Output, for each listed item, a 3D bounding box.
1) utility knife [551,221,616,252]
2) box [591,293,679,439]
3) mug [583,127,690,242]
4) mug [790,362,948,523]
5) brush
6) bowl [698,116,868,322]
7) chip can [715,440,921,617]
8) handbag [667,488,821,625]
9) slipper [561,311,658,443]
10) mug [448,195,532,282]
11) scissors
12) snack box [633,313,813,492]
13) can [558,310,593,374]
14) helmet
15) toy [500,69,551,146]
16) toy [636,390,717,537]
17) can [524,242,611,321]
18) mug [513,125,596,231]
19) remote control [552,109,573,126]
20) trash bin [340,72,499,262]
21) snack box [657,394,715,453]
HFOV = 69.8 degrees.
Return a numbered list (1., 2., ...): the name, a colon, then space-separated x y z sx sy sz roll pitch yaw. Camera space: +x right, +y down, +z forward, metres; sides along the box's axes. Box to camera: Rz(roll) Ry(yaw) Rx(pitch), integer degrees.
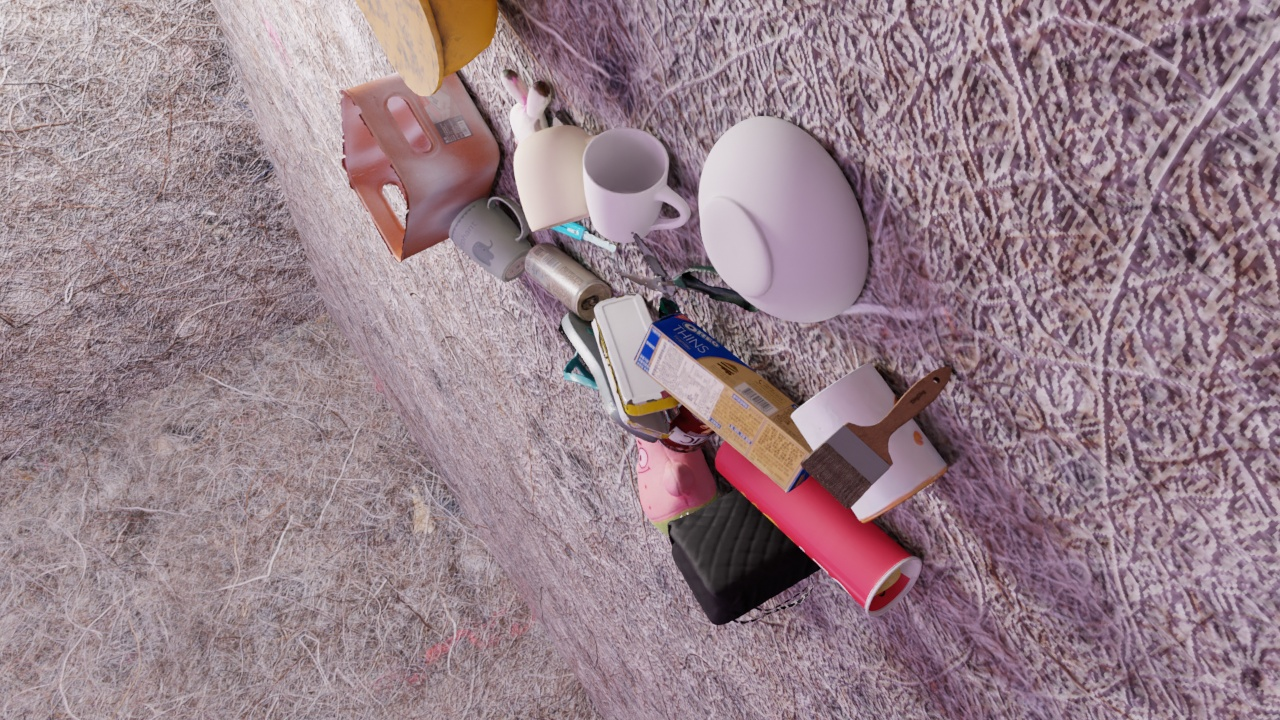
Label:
1. utility knife: -0.076 -0.160 1.127 0.177 0.015 0.022 28 116 50
2. box: -0.008 0.001 1.015 0.210 0.067 0.070 -111 28 -53
3. mug: -0.002 -0.159 0.894 0.114 0.080 0.088 32 157 13
4. mug: 0.185 0.067 0.747 0.105 0.082 0.082 57 158 12
5. brush: 0.177 0.045 0.656 0.045 0.142 0.008 43 155 19
6. bowl: 0.099 -0.103 0.745 0.176 0.066 0.177 47 154 31
7. chip can: 0.168 0.149 0.902 0.220 0.069 0.069 42 152 39
8. handbag: 0.113 0.203 0.984 0.125 0.153 0.115 50 160 37
9. slipper: -0.040 0.029 1.082 0.098 0.055 0.268 27 -163 -31
10. mug: -0.201 -0.178 1.300 0.104 0.083 0.112 44 126 13
11. scissors: 0.061 -0.052 0.927 0.204 0.015 0.202 13 147 45
12. snack box: 0.089 0.037 0.896 0.207 0.057 0.056 41 127 22
13. can: -0.054 -0.007 1.209 0.137 0.053 0.054 54 157 15
14. helmet: -0.226 -0.417 0.979 0.255 0.131 0.206 55 157 16
15. toy: -0.129 -0.278 1.067 0.079 0.037 0.123 44 148 29
16. toy: 0.037 0.132 1.130 0.192 0.096 0.236 162 91 -80
17. can: -0.095 -0.104 1.182 0.135 0.054 0.054 39 150 42
18. mug: -0.076 -0.202 0.980 0.120 0.096 0.100 -13 98 28
19. remote control: -0.094 -0.237 1.071 0.033 0.013 0.137 55 159 16
20. trash bin: -0.314 -0.280 1.305 0.181 0.157 0.260 59 157 6
21. snack box: 0.062 0.054 1.011 0.072 0.072 0.122 57 157 9
